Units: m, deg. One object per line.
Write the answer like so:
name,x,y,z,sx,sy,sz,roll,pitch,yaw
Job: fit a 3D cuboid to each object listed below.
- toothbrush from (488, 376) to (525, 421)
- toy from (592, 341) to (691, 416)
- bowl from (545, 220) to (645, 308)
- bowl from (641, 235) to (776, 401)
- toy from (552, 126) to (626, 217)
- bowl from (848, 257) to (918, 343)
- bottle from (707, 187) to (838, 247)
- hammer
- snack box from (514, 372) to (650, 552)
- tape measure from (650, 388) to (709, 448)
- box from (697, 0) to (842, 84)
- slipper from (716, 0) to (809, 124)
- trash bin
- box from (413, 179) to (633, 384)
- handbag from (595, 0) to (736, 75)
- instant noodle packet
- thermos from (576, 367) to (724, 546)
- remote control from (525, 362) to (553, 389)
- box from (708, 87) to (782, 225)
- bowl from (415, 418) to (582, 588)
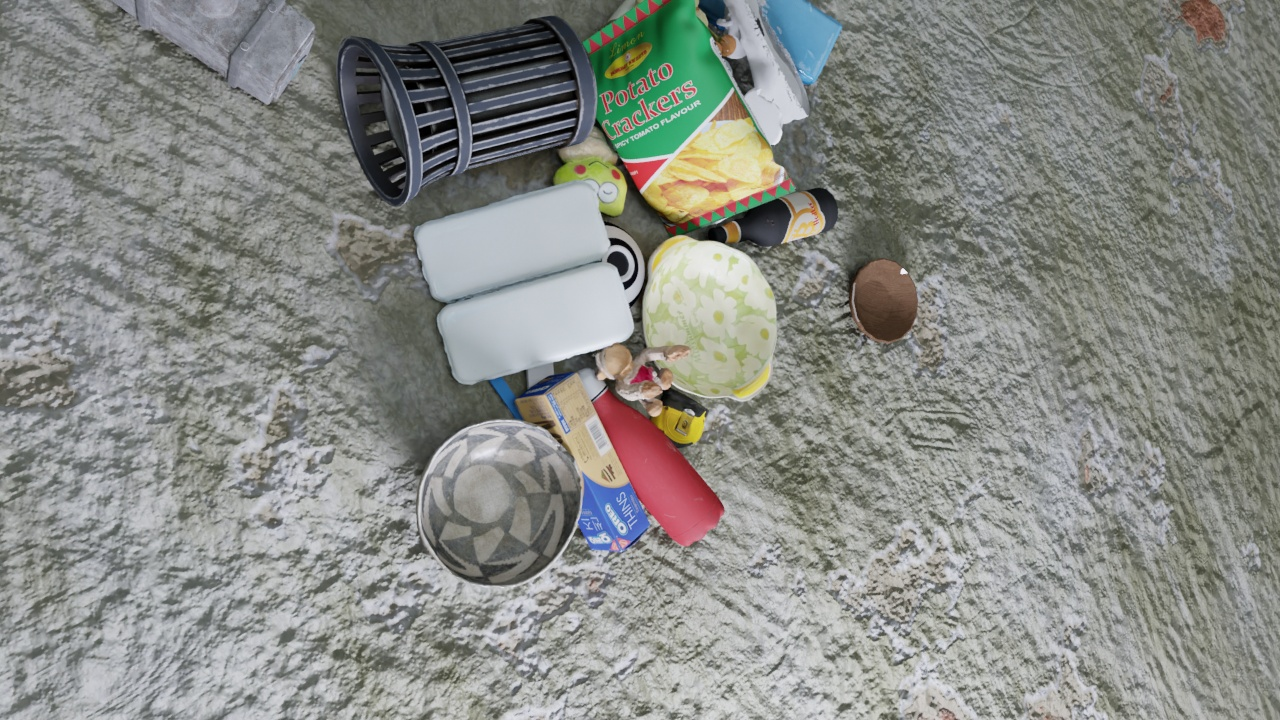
toothbrush,-0.147,0.048,1.035,0.016,0.014,0.166,-38,100,-26
toy,-0.006,0.006,1.034,0.106,0.074,0.085,24,62,18
bowl,-0.042,-0.106,1.057,0.120,0.066,0.120,3,84,-31
bowl,0.075,-0.048,1.123,0.188,0.060,0.219,-40,104,-22
toy,-0.060,-0.222,1.073,0.092,0.046,0.115,-3,80,-27
bowl,0.329,-0.081,1.267,0.117,0.030,0.118,2,87,-26
bottle,0.166,-0.176,1.175,0.181,0.059,0.059,-17,95,-26
hammer,-0.356,-0.338,0.772,0.177,0.327,0.079,34,73,-21
snack box,-0.064,0.118,1.034,0.057,0.056,0.207,-36,107,-40
tape measure,0.046,0.075,1.114,0.065,0.037,0.064,31,74,-22
box,0.149,-0.455,1.198,0.231,0.052,0.093,24,94,-23
slipper,0.135,-0.394,1.128,0.075,0.112,0.247,-26,131,13
trash bin,-0.173,-0.271,0.958,0.226,0.165,0.164,-23,97,-29
box,-0.126,-0.086,1.002,0.208,0.037,0.189,-14,98,-3
handbag,0.047,-0.367,1.091,0.171,0.124,0.112,44,55,-19
instant noodle packet,0.040,-0.271,1.036,0.090,0.196,0.253,-46,111,-39
thermos,-0.001,0.107,1.069,0.073,0.073,0.240,-43,98,-22
remote control,-0.119,-0.022,1.049,0.033,0.012,0.131,-4,89,-35
box,0.109,-0.245,1.112,0.106,0.080,0.150,-29,141,-27
bowl,-0.159,0.149,0.983,0.178,0.081,0.178,1,87,-26
